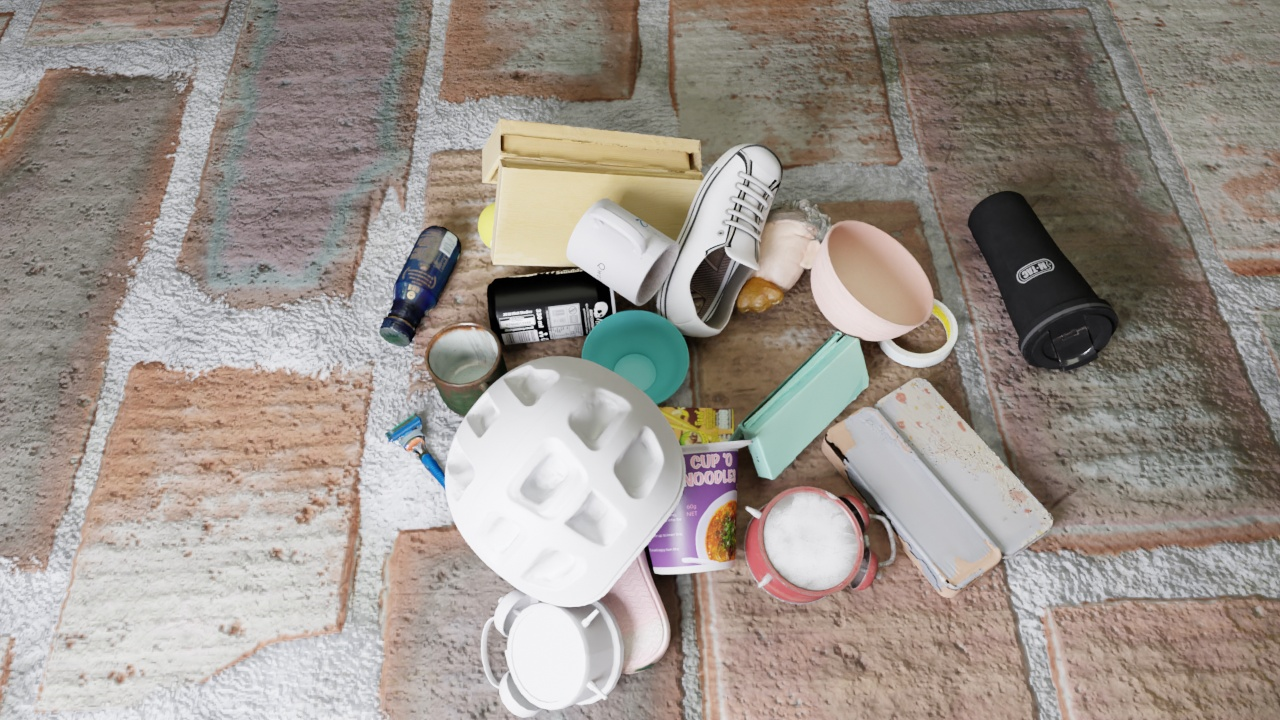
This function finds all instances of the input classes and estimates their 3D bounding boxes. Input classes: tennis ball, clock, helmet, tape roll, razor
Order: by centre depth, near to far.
[{"bbox_3d":[-0.088,0.277,0.875,0.160,0.061,0.120,-12,79,34],"label":"clock"},{"bbox_3d":[-0.087,0.098,0.899,0.224,0.282,0.184,-44,103,1],"label":"helmet"},{"bbox_3d":[0.183,0.188,0.935,0.156,0.062,0.109,-1,66,-12],"label":"clock"},{"bbox_3d":[-0.230,0.121,1.020,0.043,0.018,0.141,-35,67,-18],"label":"razor"},{"bbox_3d":[0.328,-0.036,1.091,0.094,0.019,0.093,-1,59,1],"label":"tape roll"},{"bbox_3d":[-0.173,-0.170,1.163,0.065,0.065,0.065,-1,59,1],"label":"tennis ball"}]

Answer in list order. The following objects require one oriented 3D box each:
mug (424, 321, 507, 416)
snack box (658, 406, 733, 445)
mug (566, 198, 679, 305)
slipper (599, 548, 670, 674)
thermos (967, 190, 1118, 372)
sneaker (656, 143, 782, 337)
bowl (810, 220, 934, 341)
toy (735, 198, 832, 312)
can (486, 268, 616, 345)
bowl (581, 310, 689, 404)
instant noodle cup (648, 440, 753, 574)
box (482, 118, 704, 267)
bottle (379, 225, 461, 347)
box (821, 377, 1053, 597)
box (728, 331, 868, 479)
[{"bbox_3d":[-0.187,0.022,1.040,0.084,0.081,0.111,-31,63,-16],"label":"mug"},{"bbox_3d":[0.029,0.083,1.027,0.149,0.026,0.061,2,58,3],"label":"snack box"},{"bbox_3d":[-0.021,-0.128,1.016,0.096,0.120,0.083,34,78,13],"label":"mug"},{"bbox_3d":[-0.042,0.212,0.935,0.106,0.056,0.221,-23,62,-9],"label":"slipper"},{"bbox_3d":[0.463,-0.100,1.082,0.106,0.106,0.218,-10,54,-4],"label":"thermos"},{"bbox_3d":[0.105,-0.137,1.062,0.097,0.091,0.245,20,81,59],"label":"sneaker"},{"bbox_3d":[0.253,-0.080,1.054,0.153,0.076,0.152,16,50,-21],"label":"bowl"},{"bbox_3d":[0.169,-0.125,1.117,0.133,0.076,0.175,6,60,49],"label":"toy"},{"bbox_3d":[-0.104,-0.065,1.089,0.146,0.080,0.080,-7,59,-2],"label":"can"},{"bbox_3d":[-0.006,0.006,1.059,0.121,0.046,0.121,0,66,-1],"label":"bowl"},{"bbox_3d":[0.055,0.149,0.927,0.137,0.121,0.121,-10,80,27],"label":"instant noodle cup"},{"bbox_3d":[-0.056,-0.208,1.110,0.248,0.142,0.184,0,65,-18],"label":"box"},{"bbox_3d":[-0.271,-0.092,1.125,0.056,0.056,0.160,13,60,10],"label":"bottle"},{"bbox_3d":[0.315,0.128,0.985,0.150,0.043,0.216,-27,61,-18],"label":"box"},{"bbox_3d":[0.163,0.040,1.012,0.188,0.077,0.080,-40,34,-28],"label":"box"}]
